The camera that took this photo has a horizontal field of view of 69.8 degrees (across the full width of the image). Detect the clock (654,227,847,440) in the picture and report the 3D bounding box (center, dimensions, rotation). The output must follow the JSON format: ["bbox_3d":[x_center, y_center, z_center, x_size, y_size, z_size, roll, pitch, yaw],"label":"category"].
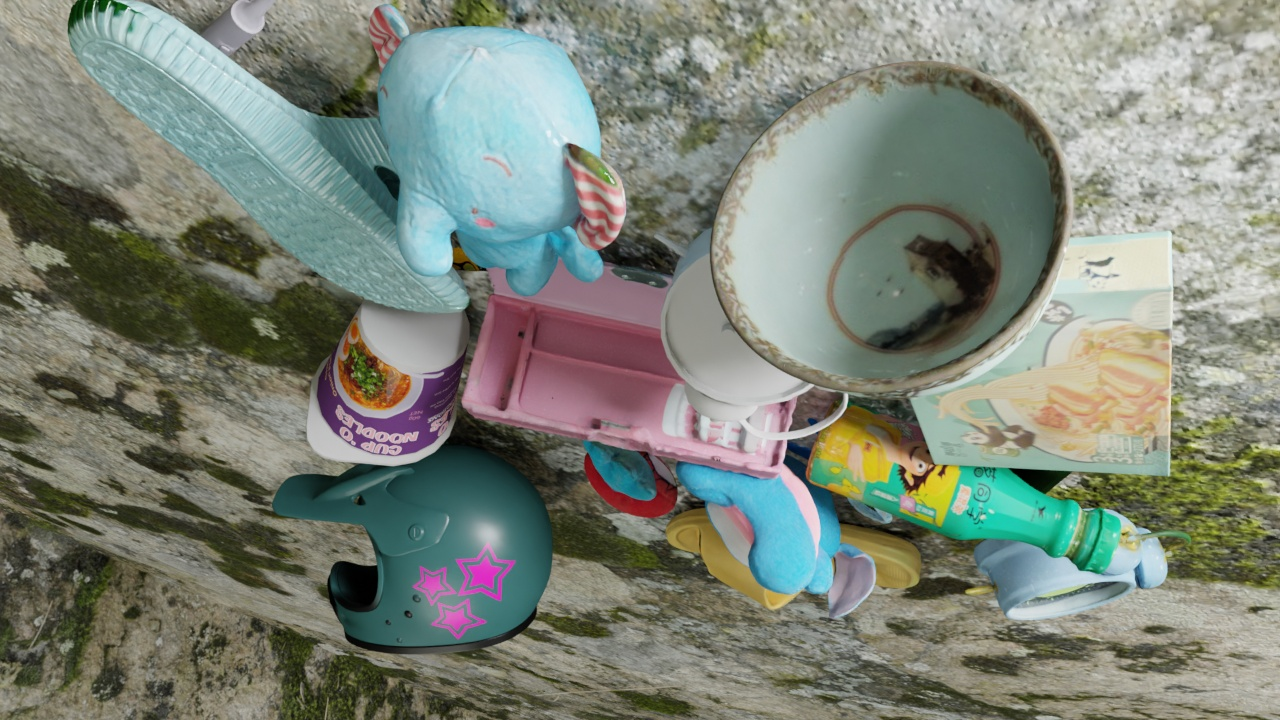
[{"bbox_3d":[0.074,-0.014,0.547,0.120,0.061,0.159,-18,118,15],"label":"clock"}]

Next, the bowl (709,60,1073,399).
[{"bbox_3d":[0.125,-0.049,0.442,0.160,0.159,0.094,-1,162,29],"label":"bowl"}]

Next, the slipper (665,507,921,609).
[{"bbox_3d":[0.143,0.205,0.921,0.264,0.078,0.099,3,146,22],"label":"slipper"}]

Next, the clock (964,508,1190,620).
[{"bbox_3d":[0.345,0.157,0.726,0.118,0.060,0.162,19,140,-38],"label":"clock"}]

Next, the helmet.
[{"bbox_3d":[-0.229,0.181,0.954,0.275,0.200,0.176,-6,-170,12],"label":"helmet"}]

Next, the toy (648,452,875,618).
[{"bbox_3d":[0.091,0.114,0.737,0.224,0.099,0.191,41,-176,20],"label":"toy"}]

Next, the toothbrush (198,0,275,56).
[{"bbox_3d":[-0.239,-0.183,0.522,0.188,0.019,0.018,-11,137,40],"label":"toothbrush"}]

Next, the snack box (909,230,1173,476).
[{"bbox_3d":[0.230,0.004,0.539,0.142,0.044,0.193,-1,147,29],"label":"snack box"}]

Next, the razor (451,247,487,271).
[{"bbox_3d":[-0.132,-0.074,0.652,0.144,0.021,0.044,5,149,16],"label":"razor"}]

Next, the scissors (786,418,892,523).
[{"bbox_3d":[0.176,0.095,0.755,0.125,0.016,0.123,22,146,29],"label":"scissors"}]

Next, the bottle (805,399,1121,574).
[{"bbox_3d":[0.229,0.093,0.660,0.210,0.068,0.068,20,152,17],"label":"bottle"}]

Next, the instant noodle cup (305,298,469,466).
[{"bbox_3d":[-0.195,0.006,0.723,0.122,0.136,0.122,44,139,6],"label":"instant noodle cup"}]

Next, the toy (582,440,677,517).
[{"bbox_3d":[-0.012,0.101,0.832,0.092,0.062,0.133,23,163,19],"label":"toy"}]

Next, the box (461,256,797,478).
[{"bbox_3d":[-0.003,0.002,0.619,0.232,0.106,0.116,13,165,3],"label":"box"}]

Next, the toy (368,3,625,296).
[{"bbox_3d":[-0.087,-0.094,0.497,0.183,0.114,0.181,37,149,14],"label":"toy"}]

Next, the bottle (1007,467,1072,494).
[{"bbox_3d":[0.295,0.072,0.662,0.033,0.033,0.123,15,150,4],"label":"bottle"}]

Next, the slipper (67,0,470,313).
[{"bbox_3d":[-0.207,-0.121,0.562,0.116,0.069,0.276,-4,145,37],"label":"slipper"}]
